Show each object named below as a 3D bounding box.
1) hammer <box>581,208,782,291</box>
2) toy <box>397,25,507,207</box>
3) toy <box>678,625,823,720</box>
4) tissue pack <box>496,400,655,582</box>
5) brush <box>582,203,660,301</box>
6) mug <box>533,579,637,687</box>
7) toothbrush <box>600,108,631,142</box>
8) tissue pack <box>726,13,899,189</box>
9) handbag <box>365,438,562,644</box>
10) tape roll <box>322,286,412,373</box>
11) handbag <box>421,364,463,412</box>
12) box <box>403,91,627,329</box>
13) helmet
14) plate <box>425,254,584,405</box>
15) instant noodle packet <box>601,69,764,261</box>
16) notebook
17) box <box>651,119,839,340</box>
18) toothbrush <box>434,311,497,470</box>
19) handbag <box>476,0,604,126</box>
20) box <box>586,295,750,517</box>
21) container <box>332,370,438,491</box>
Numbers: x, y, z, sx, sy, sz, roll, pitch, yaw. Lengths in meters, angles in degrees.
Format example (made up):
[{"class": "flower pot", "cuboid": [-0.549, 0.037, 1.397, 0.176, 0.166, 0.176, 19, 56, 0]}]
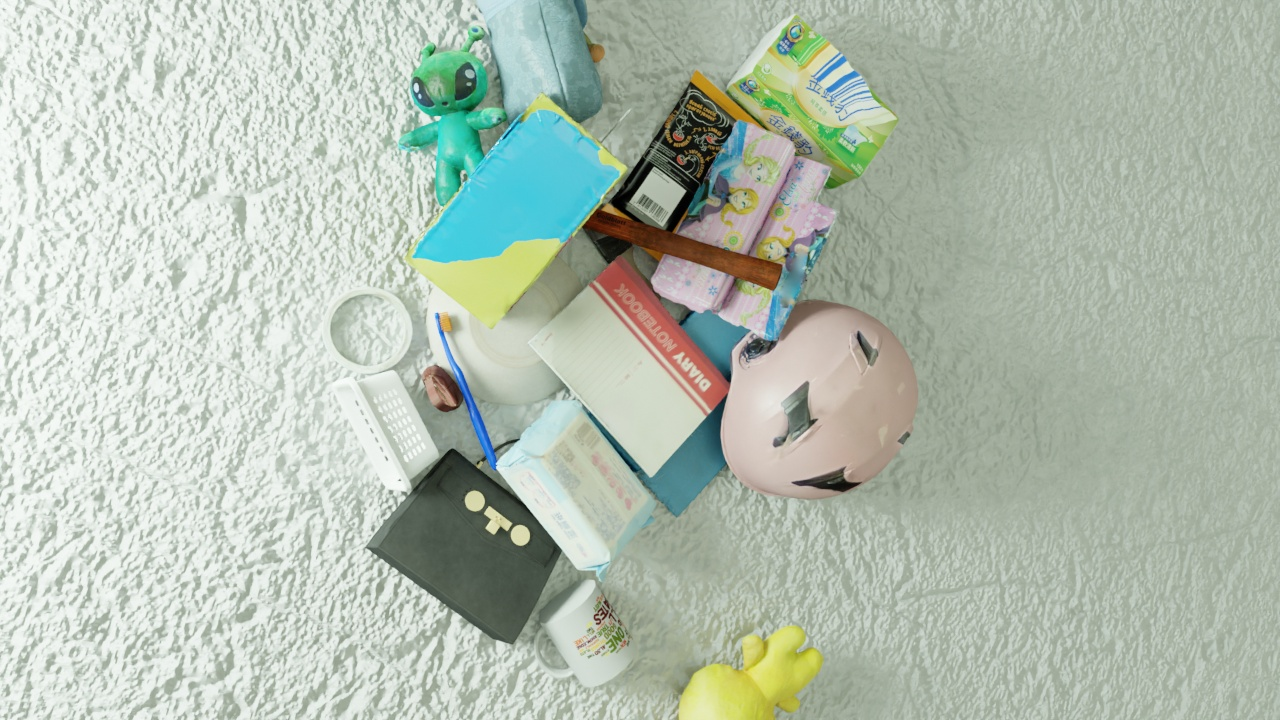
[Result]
[{"class": "hammer", "cuboid": [0.012, -0.138, 1.022, 0.301, 0.028, 0.111, 18, 70, 5]}, {"class": "toy", "cuboid": [-0.199, -0.261, 0.993, 0.131, 0.072, 0.193, -7, 91, 16]}, {"class": "toy", "cuboid": [0.127, 0.401, 1.079, 0.207, 0.092, 0.134, -42, 105, -18]}, {"class": "tissue pack", "cuboid": [-0.066, 0.143, 1.014, 0.182, 0.070, 0.111, 54, 42, -11]}, {"class": "brush", "cuboid": [-0.025, -0.126, 1.079, 0.038, 0.012, 0.151, -40, 101, -17]}, {"class": "mug", "cuboid": [-0.071, 0.311, 1.025, 0.105, 0.073, 0.089, -31, 100, 8]}, {"class": "toothbrush", "cuboid": [-0.046, -0.237, 0.985, 0.010, 0.182, 0.010, 39, 71, -12]}, {"class": "tissue pack", "cuboid": [0.223, -0.317, 1.104, 0.197, 0.141, 0.120, 34, 78, -16]}, {"class": "handbag", "cuboid": [-0.164, 0.174, 1.006, 0.176, 0.072, 0.195, 41, 65, -14]}, {"class": "tape roll", "cuboid": [-0.292, -0.032, 0.981, 0.093, 0.013, 0.093, 1, 88, -20]}, {"class": "handbag", "cuboid": [-0.208, 0.036, 0.952, 0.029, 0.119, 0.055, -37, 101, -4]}, {"class": "box", "cuboid": [-0.127, -0.154, 0.942, 0.124, 0.081, 0.221, 38, 95, -15]}, {"class": "helmet", "cuboid": [0.222, 0.057, 1.077, 0.255, 0.153, 0.230, -37, 114, -18]}, {"class": "plate", "cuboid": [-0.141, -0.044, 1.027, 0.188, 0.027, 0.188, 1, 88, -20]}, {"class": "instant noodle packet", "cuboid": [0.072, -0.214, 1.105, 0.160, 0.032, 0.220, 36, 77, -17]}, {"class": "notebook", "cuboid": [-0.006, 0.006, 1.042, 0.152, 0.012, 0.209, -46, 105, -19]}, {"class": "box", "cuboid": [0.132, -0.150, 1.056, 0.159, 0.035, 0.230, 26, 80, 9]}, {"class": "toothbrush", "cuboid": [-0.186, 0.033, 0.992, 0.018, 0.016, 0.182, -21, 93, -1]}, {"class": "handbag", "cuboid": [-0.099, -0.349, 1.007, 0.118, 0.122, 0.192, -21, 96, -40]}, {"class": "box", "cuboid": [0.069, 0.050, 1.098, 0.231, 0.033, 0.174, -46, 104, -16]}, {"class": "container", "cuboid": [-0.262, 0.068, 0.956, 0.049, 0.081, 0.129, -31, 101, -30]}]
